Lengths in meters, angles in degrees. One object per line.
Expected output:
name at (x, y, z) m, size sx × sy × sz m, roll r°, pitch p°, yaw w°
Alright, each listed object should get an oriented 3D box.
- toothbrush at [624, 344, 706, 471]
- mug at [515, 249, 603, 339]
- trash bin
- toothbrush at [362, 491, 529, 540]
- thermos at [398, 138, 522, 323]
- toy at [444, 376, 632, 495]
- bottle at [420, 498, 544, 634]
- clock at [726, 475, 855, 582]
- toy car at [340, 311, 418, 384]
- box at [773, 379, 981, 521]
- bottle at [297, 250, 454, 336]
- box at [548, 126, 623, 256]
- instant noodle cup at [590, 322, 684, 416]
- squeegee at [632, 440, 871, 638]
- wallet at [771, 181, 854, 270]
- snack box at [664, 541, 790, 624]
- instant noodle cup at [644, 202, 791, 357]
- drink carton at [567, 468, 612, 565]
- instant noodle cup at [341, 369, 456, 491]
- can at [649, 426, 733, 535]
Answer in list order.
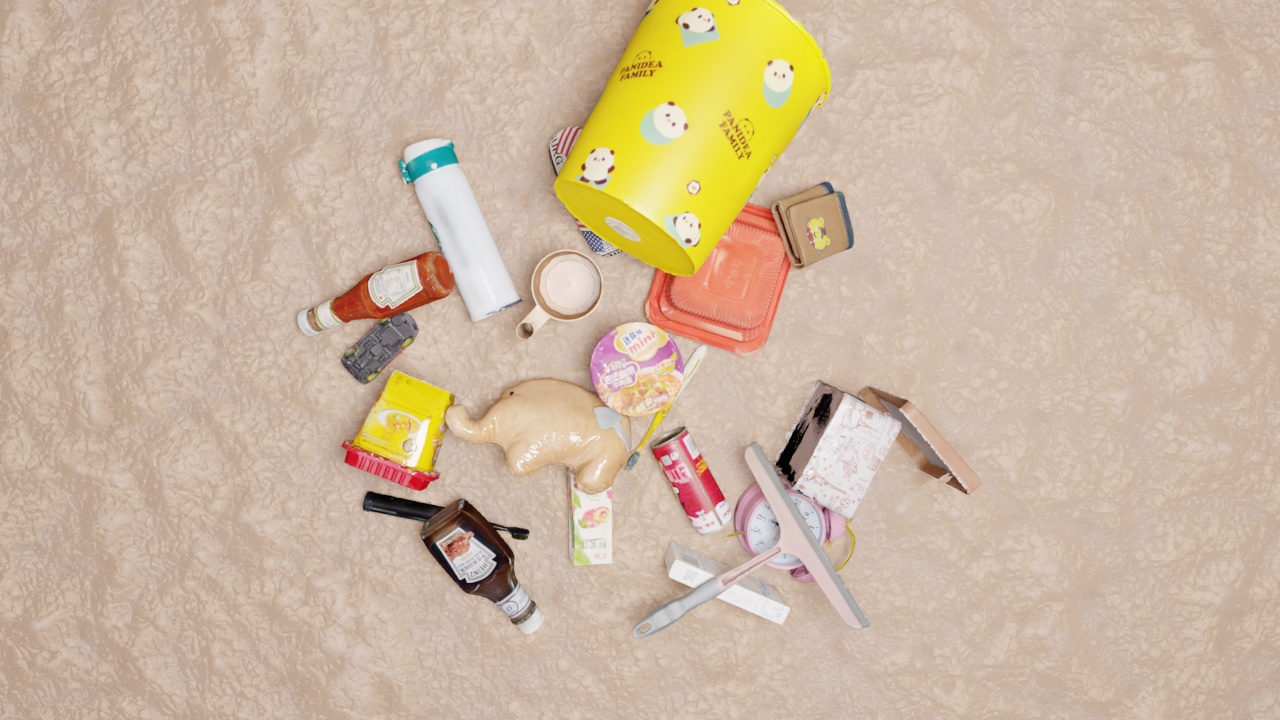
toothbrush at (0.032, 0.062, 1.172) m, size 0.016 × 0.018 × 0.191 m, roll 32°, pitch 94°, yaw -7°
mug at (-0.100, -0.076, 1.111) m, size 0.084 × 0.103 × 0.124 m, roll 42°, pitch 93°, yaw -5°
trash bin at (0.048, -0.248, 1.012) m, size 0.229 × 0.230 × 0.255 m, roll 32°, pitch 82°, yaw -5°
toothbrush at (-0.247, 0.202, 1.175) m, size 0.212 × 0.026 × 0.027 m, roll 13°, pitch 130°, yaw -5°
thermos at (-0.222, -0.160, 1.117) m, size 0.073 × 0.073 × 0.224 m, roll -23°, pitch 96°, yaw 0°
toy at (-0.121, 0.081, 1.122) m, size 0.226 × 0.143 × 0.083 m, roll 15°, pitch 136°, yaw -2°
bottle at (-0.192, 0.267, 1.160) m, size 0.080 × 0.044 × 0.195 m, roll -34°, pitch 106°, yaw 7°
clock at (0.198, 0.218, 1.174) m, size 0.158 × 0.060 × 0.117 m, roll 26°, pitch 95°, yaw -6°
toy car at (-0.322, -0.019, 1.144) m, size 0.106 × 0.031 × 0.049 m, roll -43°, pitch 96°, yaw 6°
box at (0.288, 0.117, 1.109) m, size 0.192 × 0.183 × 0.156 m, roll 29°, pitch 95°, yaw -2°
bottle at (-0.323, -0.074, 1.106) m, size 0.206 × 0.059 × 0.060 m, roll -17°, pitch 96°, yaw 19°
box at (-0.062, -0.203, 1.112) m, size 0.075 × 0.081 × 0.163 m, roll -22°, pitch 99°, yaw 6°
instant noodle cup at (-0.007, 0.007, 1.125) m, size 0.111 × 0.099 × 0.111 m, roll 0°, pitch 95°, yaw -3°
squeegee at (0.099, 0.265, 1.100) m, size 0.250 × 0.040 × 0.247 m, roll -31°, pitch 78°, yaw 4°
wallet at (0.211, -0.165, 1.117) m, size 0.115 × 0.033 × 0.090 m, roll -25°, pitch 98°, yaw -41°
snack box at (0.107, 0.281, 1.164) m, size 0.157 × 0.084 × 0.027 m, roll 25°, pitch 93°, yaw -4°
instant noodle cup at (0.103, -0.108, 1.128) m, size 0.164 × 0.079 × 0.189 m, roll 16°, pitch 96°, yaw -3°
drink carton at (-0.064, 0.196, 1.169) m, size 0.053 × 0.045 × 0.122 m, roll -2°, pitch 97°, yaw -13°
instant noodle cup at (-0.286, 0.084, 1.123) m, size 0.116 × 0.116 × 0.123 m, roll 23°, pitch 83°, yaw -4°
can at (0.066, 0.154, 1.165) m, size 0.053 × 0.053 × 0.133 m, roll -29°, pitch 96°, yaw 1°
